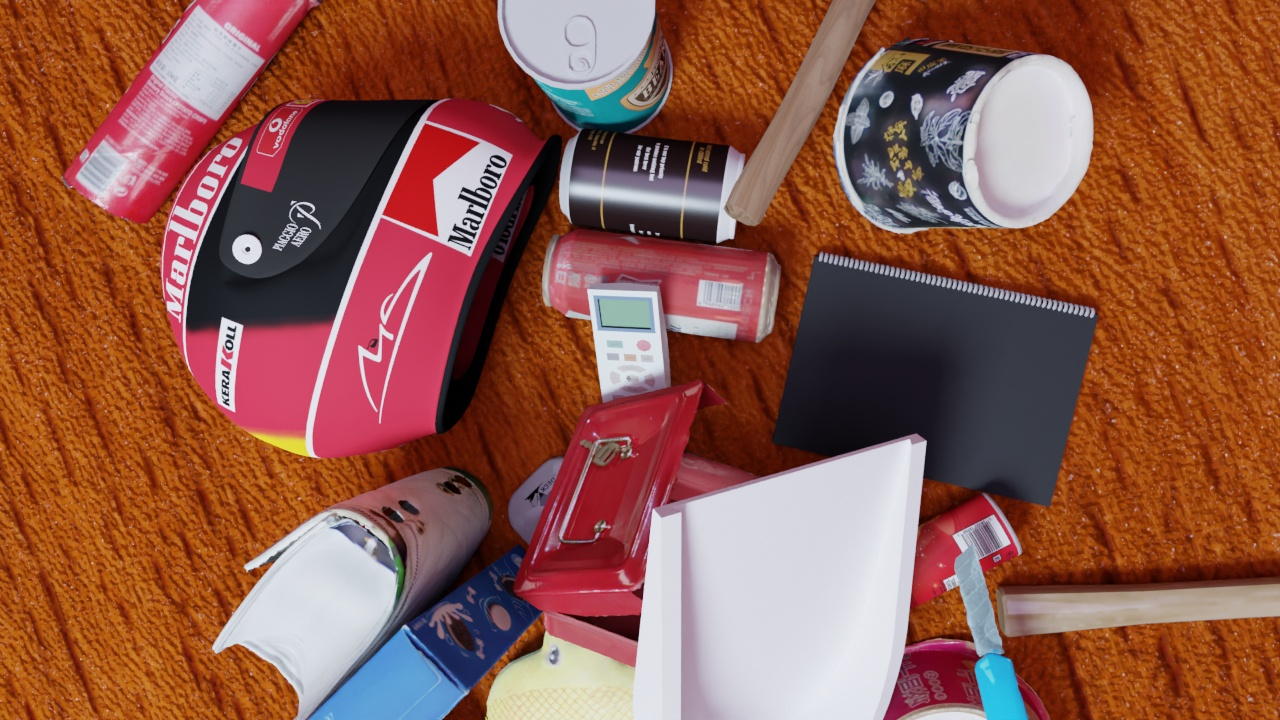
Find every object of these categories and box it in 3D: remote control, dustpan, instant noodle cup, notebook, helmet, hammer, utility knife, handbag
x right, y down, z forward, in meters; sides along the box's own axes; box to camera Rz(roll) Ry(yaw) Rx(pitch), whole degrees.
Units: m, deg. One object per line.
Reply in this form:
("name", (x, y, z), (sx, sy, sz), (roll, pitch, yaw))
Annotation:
("remote control", (-0.034, 0.145, 0.715), (0.074, 0.019, 0.151), (-45, 86, 6))
("remote control", (-0.004, 0.004, 0.673), (0.050, 0.024, 0.143), (3, 127, 13))
("dustpan", (0.092, 0.187, 0.574), (0.191, 0.053, 0.258), (-11, 123, -27))
("instant noodle cup", (0.217, -0.146, 0.604), (0.137, 0.112, 0.137), (-7, 107, -23))
("notebook", (0.217, 0.012, 0.684), (0.207, 0.016, 0.149), (13, 94, 6))
("helmet", (-0.205, -0.069, 0.638), (0.224, 0.197, 0.271), (20, 94, -2))
("hammer", (0.424, 0.169, 0.650), (0.323, 0.051, 0.117), (-6, 91, 9))
("utility knife", (0.245, 0.232, 0.610), (0.031, 0.015, 0.225), (-15, 93, 4))
("instant noodle cup", (0.221, 0.303, 0.661), (0.179, 0.077, 0.178), (0, 92, 7))
("hammer", (0.144, -0.240, 0.641), (0.098, 0.052, 0.328), (26, 84, 5))
("handbag", (-0.189, 0.145, 0.645), (0.096, 0.198, 0.142), (39, 94, 6))

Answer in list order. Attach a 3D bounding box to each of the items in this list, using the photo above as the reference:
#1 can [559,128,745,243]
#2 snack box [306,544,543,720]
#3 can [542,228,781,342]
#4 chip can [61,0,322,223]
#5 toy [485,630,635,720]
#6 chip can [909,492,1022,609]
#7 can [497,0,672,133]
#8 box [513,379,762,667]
("can", (0.009, -0.128, 0.676), (0.128, 0.072, 0.072), (8, 92, 6))
("snack box", (-0.162, 0.230, 0.622), (0.195, 0.238, 0.056), (-44, 84, 6))
("can", (0.016, -0.056, 0.679), (0.170, 0.067, 0.067), (8, 92, 6))
("chip can", (-0.350, -0.214, 0.716), (0.073, 0.073, 0.233), (41, 96, 4))
("toy", (-0.042, 0.271, 0.700), (0.171, 0.064, 0.155), (-5, 103, 14))
("chip can", (0.169, 0.169, 0.676), (0.215, 0.051, 0.052), (-29, 88, 6))
("can", (-0.032, -0.221, 0.641), (0.099, 0.144, 0.099), (0, 91, 6))
("box", (0.011, 0.126, 0.641), (0.147, 0.156, 0.157), (-9, 47, 40))
